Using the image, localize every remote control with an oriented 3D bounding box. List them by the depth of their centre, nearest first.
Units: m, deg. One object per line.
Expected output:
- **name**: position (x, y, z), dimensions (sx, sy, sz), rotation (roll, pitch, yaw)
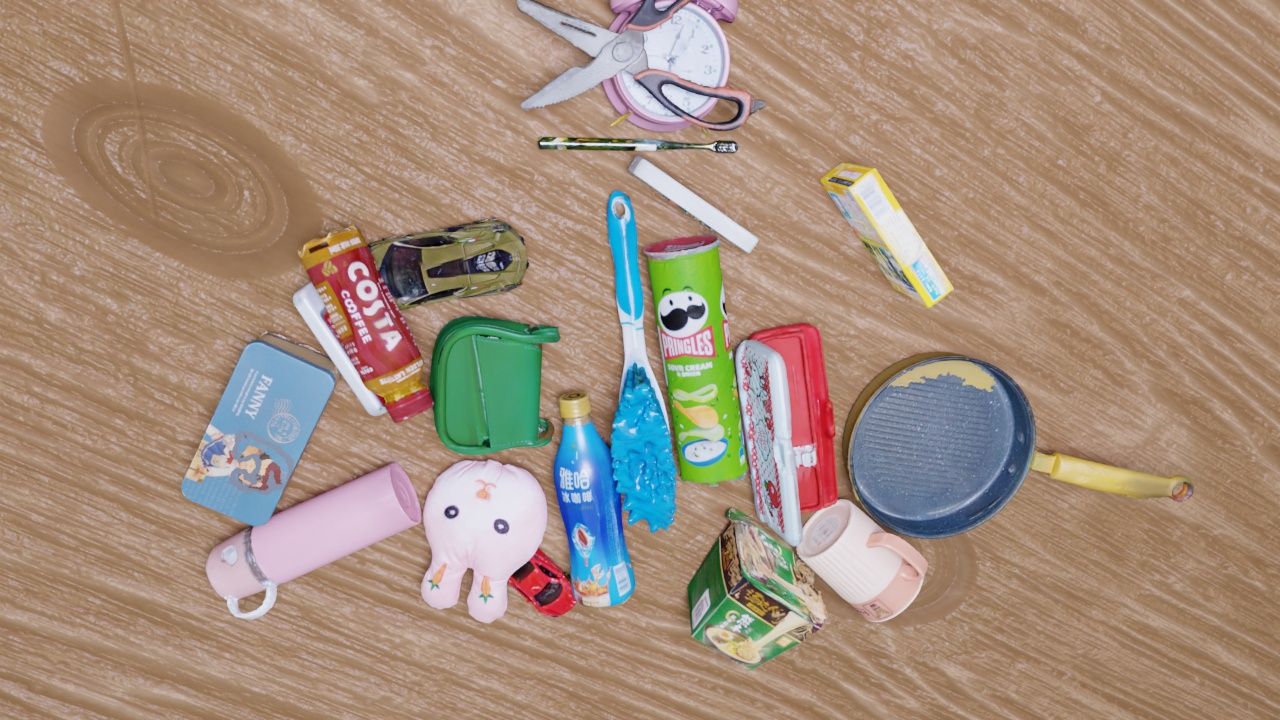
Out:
- **remote control**: position (0.048, -0.143, 0.845), dimensions (0.135, 0.056, 0.019), rotation (32, 100, -15)
- **remote control**: position (-0.265, -0.015, 0.846), dimensions (0.020, 0.055, 0.136), rotation (-20, 109, 29)

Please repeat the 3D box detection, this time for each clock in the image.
- **clock**: position (0.025, -0.279, 0.802), dimensions (0.117, 0.060, 0.158), rotation (3, 103, -8)

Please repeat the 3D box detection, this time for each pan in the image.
- **pan**: position (0.386, 0.102, 0.942), dimensions (0.357, 0.078, 0.198), rotation (8, 105, -9)

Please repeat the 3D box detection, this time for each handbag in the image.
- **handbag**: position (-0.138, 0.024, 0.871), dimensions (0.120, 0.068, 0.131), rotation (1, 104, -15)

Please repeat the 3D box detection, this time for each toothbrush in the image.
- **toothbrush**: position (-0.001, -0.198, 0.844), dimensions (0.186, 0.017, 0.012), rotation (0, 108, -6)

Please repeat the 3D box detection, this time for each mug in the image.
- **mug**: position (0.233, 0.202, 0.939), dimensions (0.106, 0.115, 0.081), rotation (42, 59, -13)

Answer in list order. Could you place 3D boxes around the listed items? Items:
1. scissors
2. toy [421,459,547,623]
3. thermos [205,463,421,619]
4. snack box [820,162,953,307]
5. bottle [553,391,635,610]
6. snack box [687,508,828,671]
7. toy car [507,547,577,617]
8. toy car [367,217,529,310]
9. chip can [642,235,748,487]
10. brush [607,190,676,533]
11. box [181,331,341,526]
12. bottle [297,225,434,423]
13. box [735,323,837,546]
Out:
- **scissors**: position (0.004, -0.256, 0.767), dimensions (0.223, 0.015, 0.189), rotation (-34, 107, 3)
- **toy**: position (-0.157, 0.177, 0.902), dimensions (0.121, 0.054, 0.159), rotation (13, 92, 5)
- **thermos**: position (-0.312, 0.175, 0.881), dimensions (0.198, 0.087, 0.067), rotation (-25, 152, -1)
- **snack box**: position (0.229, -0.119, 0.857), dimensions (0.034, 0.087, 0.140), rotation (-36, 106, 4)
- **bottle**: position (-0.051, 0.138, 0.909), dimensions (0.065, 0.065, 0.219), rotation (-10, 106, -4)
- **snack box**: position (0.108, 0.243, 0.939), dimensions (0.117, 0.118, 0.106), rotation (35, 109, -15)
- **toy car**: position (-0.107, 0.225, 0.946), dimensions (0.049, 0.031, 0.106), rotation (-41, 108, 7)
- **toy car**: position (-0.182, -0.086, 0.844), dimensions (0.158, 0.042, 0.070), rotation (-11, 106, -1)
- **chip can**: position (0.055, 0.002, 0.880), dimensions (0.072, 0.072, 0.236), rotation (-10, 107, -4)
- **brush**: position (-0.005, 0.005, 0.871), dimensions (0.060, 0.109, 0.315), rotation (-5, 114, 3)
- **box**: position (-0.348, 0.058, 0.855), dimensions (0.089, 0.061, 0.184), rotation (24, 103, -13)
- **bottle**: position (-0.239, -0.030, 0.815), dimensions (0.057, 0.057, 0.175), rotation (-25, 98, 1)
- **box**: position (0.150, 0.073, 0.895), dimensions (0.095, 0.101, 0.201), rotation (-10, 107, -3)
